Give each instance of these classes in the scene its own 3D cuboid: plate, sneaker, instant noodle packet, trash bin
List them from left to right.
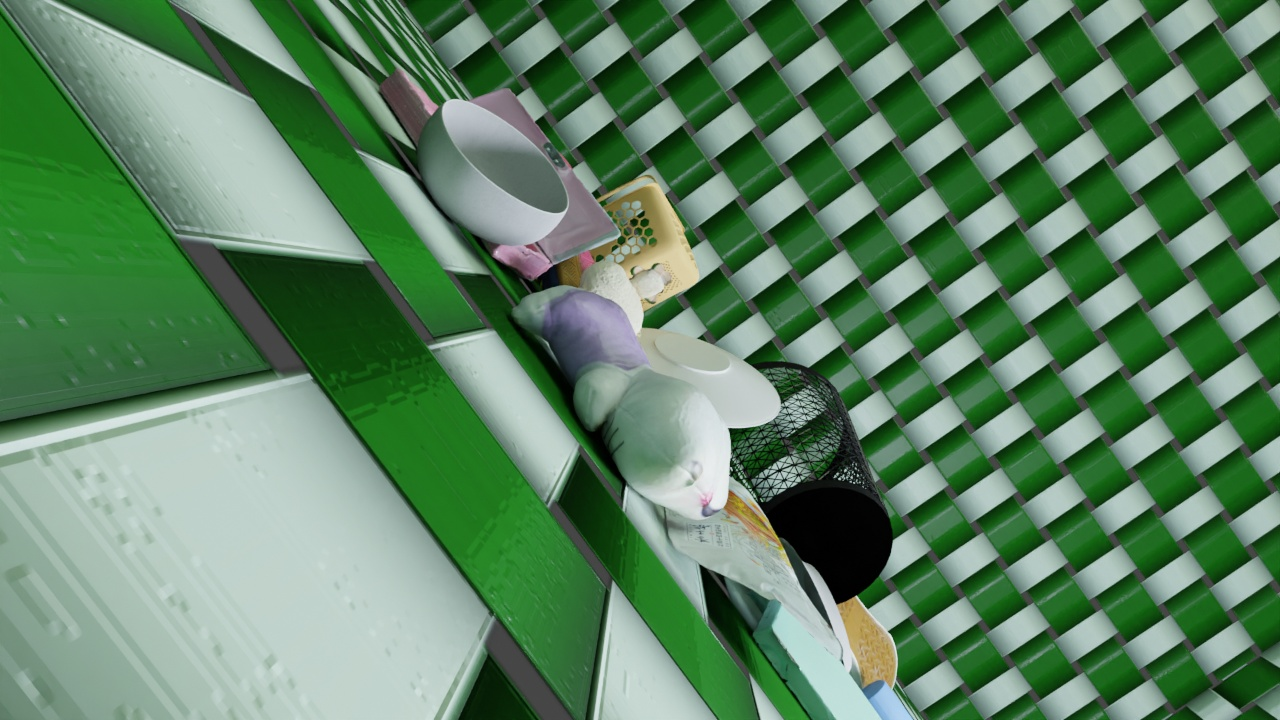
[{"bbox_3d":[-0.100,-0.112,0.991,0.116,0.091,0.241,37,35,-55],"label":"sneaker"},{"bbox_3d":[0.055,0.003,1.049,0.229,0.030,0.229,15,24,-7],"label":"plate"},{"bbox_3d":[0.084,0.154,0.775,0.147,0.057,0.269,31,3,-4],"label":"instant noodle packet"},{"bbox_3d":[0.177,0.150,1.085,0.217,0.217,0.243,52,10,-24],"label":"trash bin"},{"bbox_3d":[0.173,0.254,0.898,0.173,0.019,0.173,162,-89,-82],"label":"plate"},{"bbox_3d":[0.265,0.362,1.210,0.079,0.087,0.235,5,-44,50],"label":"sneaker"}]

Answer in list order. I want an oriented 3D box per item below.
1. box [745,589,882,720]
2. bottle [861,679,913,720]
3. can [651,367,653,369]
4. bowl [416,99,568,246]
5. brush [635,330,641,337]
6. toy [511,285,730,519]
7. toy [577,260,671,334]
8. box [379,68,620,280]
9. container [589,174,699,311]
[{"bbox_3d":[0.162,0.284,0.794,0.187,0.056,0.138,55,9,-1],"label":"box"},{"bbox_3d":[0.325,0.469,1.149,0.131,0.048,0.048,54,3,7],"label":"bottle"},{"bbox_3d":[-0.036,-0.008,0.854,0.054,0.059,0.100,57,4,41],"label":"can"},{"bbox_3d":[-0.130,-0.148,0.769,0.132,0.064,0.131,36,27,-22],"label":"bowl"},{"bbox_3d":[-0.006,0.005,0.942,0.272,0.077,0.062,-128,-145,-51],"label":"brush"},{"bbox_3d":[-0.005,0.029,0.715,0.209,0.085,0.137,50,1,20],"label":"toy"},{"bbox_3d":[-0.025,-0.059,0.914,0.050,0.112,0.087,24,-34,59],"label":"toy"},{"bbox_3d":[-0.147,-0.184,0.915,0.172,0.075,0.233,-9,57,-49],"label":"box"},{"bbox_3d":[-0.038,-0.141,1.151,0.167,0.183,0.129,65,9,31],"label":"container"}]
